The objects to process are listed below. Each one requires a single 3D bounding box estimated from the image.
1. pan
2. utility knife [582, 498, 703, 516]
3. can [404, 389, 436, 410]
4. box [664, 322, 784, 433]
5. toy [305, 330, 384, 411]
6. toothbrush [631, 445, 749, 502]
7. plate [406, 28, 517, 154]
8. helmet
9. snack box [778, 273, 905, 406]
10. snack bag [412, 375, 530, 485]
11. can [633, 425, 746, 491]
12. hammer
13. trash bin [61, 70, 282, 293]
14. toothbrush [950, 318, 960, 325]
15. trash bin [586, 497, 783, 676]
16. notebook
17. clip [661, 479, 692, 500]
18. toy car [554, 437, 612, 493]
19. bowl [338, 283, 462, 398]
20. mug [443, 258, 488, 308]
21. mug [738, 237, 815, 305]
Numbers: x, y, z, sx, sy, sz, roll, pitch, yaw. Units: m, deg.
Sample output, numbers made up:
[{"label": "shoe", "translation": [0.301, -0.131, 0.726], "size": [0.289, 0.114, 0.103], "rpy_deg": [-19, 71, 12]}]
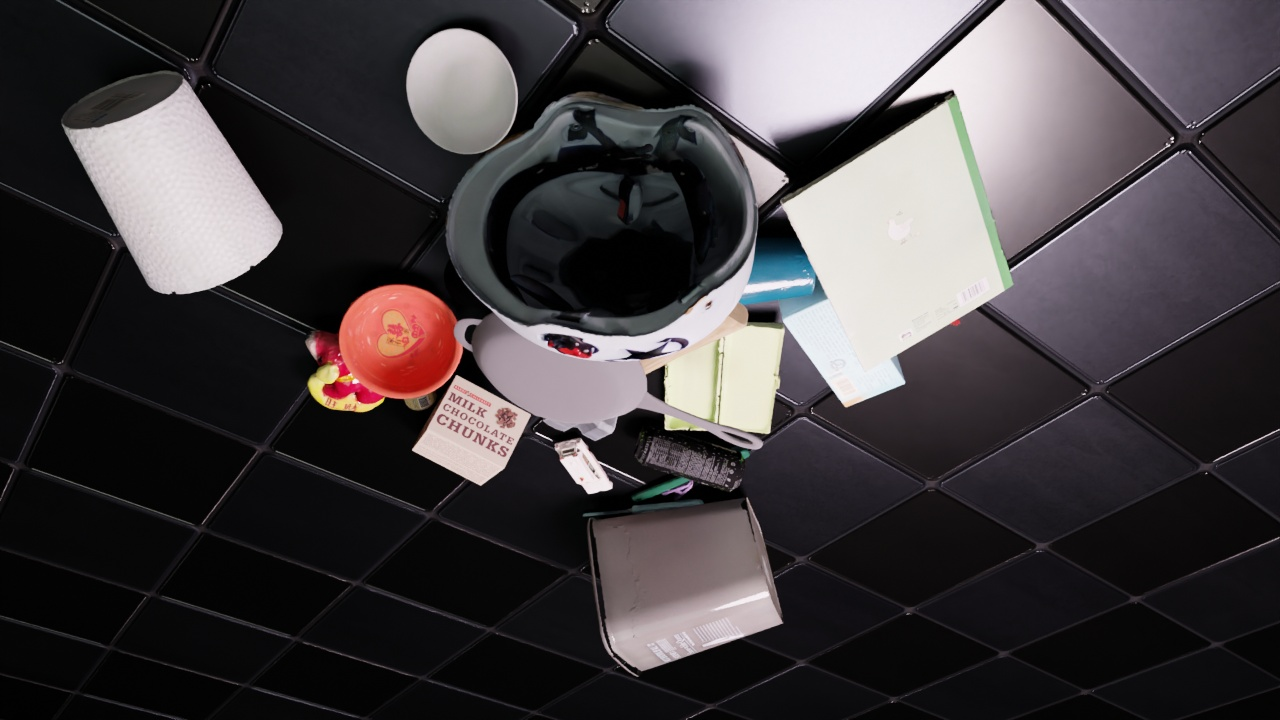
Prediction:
[{"label": "pan", "translation": [-0.033, 0.037, 0.986], "size": [0.354, 0.024, 0.217], "rpy_deg": [21, 144, -7]}, {"label": "utility knife", "translation": [0.003, 0.209, 1.298], "size": [0.177, 0.015, 0.022], "rpy_deg": [-6, 148, 12]}, {"label": "can", "translation": [-0.267, 0.019, 1.080], "size": [0.038, 0.038, 0.080], "rpy_deg": [-1, 137, 3]}, {"label": "box", "translation": [0.095, 0.020, 1.082], "size": [0.137, 0.024, 0.187], "rpy_deg": [3, 137, 6]}, {"label": "toy", "translation": [-0.338, 0.019, 1.068], "size": [0.105, 0.067, 0.138], "rpy_deg": [4, 144, -5]}, {"label": "toothbrush", "translation": [0.065, 0.152, 1.232], "size": [0.190, 0.017, 0.016], "rpy_deg": [-27, 130, 29]}, {"label": "plate", "translation": [-0.151, -0.234, 0.800], "size": [0.104, 0.026, 0.104], "rpy_deg": [6, 112, 15]}, {"label": "helmet", "translation": [-0.029, -0.100, 0.827], "size": [0.264, 0.236, 0.164], "rpy_deg": [-5, 156, 3]}, {"label": "snack box", "translation": [0.223, -0.025, 1.012], "size": [0.075, 0.053, 0.174], "rpy_deg": [-25, 132, 23]}, {"label": "snack bag", "translation": [-0.213, 0.094, 1.107], "size": [0.094, 0.069, 0.207], "rpy_deg": [29, 157, -11]}, {"label": "can", "translation": [0.063, 0.124, 1.161], "size": [0.137, 0.053, 0.054], "rpy_deg": [18, 135, -4]}, {"label": "hammer", "translation": [-0.006, 0.006, 0.994], "size": [0.117, 0.051, 0.324], "rpy_deg": [30, 144, -26]}, {"label": "trash bin", "translation": [-0.424, -0.163, 0.831], "size": [0.133, 0.133, 0.161], "rpy_deg": [-7, 131, 9]}, {"label": "toothbrush", "translation": [0.266, -0.088, 0.968], "size": [0.212, 0.017, 0.012], "rpy_deg": [28, 131, -25]}, {"label": "trash bin", "translation": [0.066, 0.302, 1.265], "size": [0.220, 0.197, 0.197], "rpy_deg": [-16, 146, 8]}, {"label": "notebook", "translation": [0.262, -0.112, 0.906], "size": [0.182, 0.010, 0.252], "rpy_deg": [-31, 129, 7]}, {"label": "clip", "translation": [0.048, 0.177, 1.261], "size": [0.046, 0.014, 0.050], "rpy_deg": [10, 139, -5]}, {"label": "toy car", "translation": [-0.074, 0.145, 1.210], "size": [0.039, 0.039, 0.113], "rpy_deg": [-14, 135, 15]}, {"label": "bowl", "translation": [-0.260, -0.026, 1.007], "size": [0.130, 0.045, 0.131], "rpy_deg": [-2, 110, -7]}, {"label": "mug", "translation": [-0.137, -0.094, 0.938], "size": [0.100, 0.085, 0.118], "rpy_deg": [-21, 164, 39]}, {"label": "mug", "translation": [0.112, -0.091, 0.932], "size": [0.121, 0.078, 0.078], "rpy_deg": [-4, 137, -1]}]
